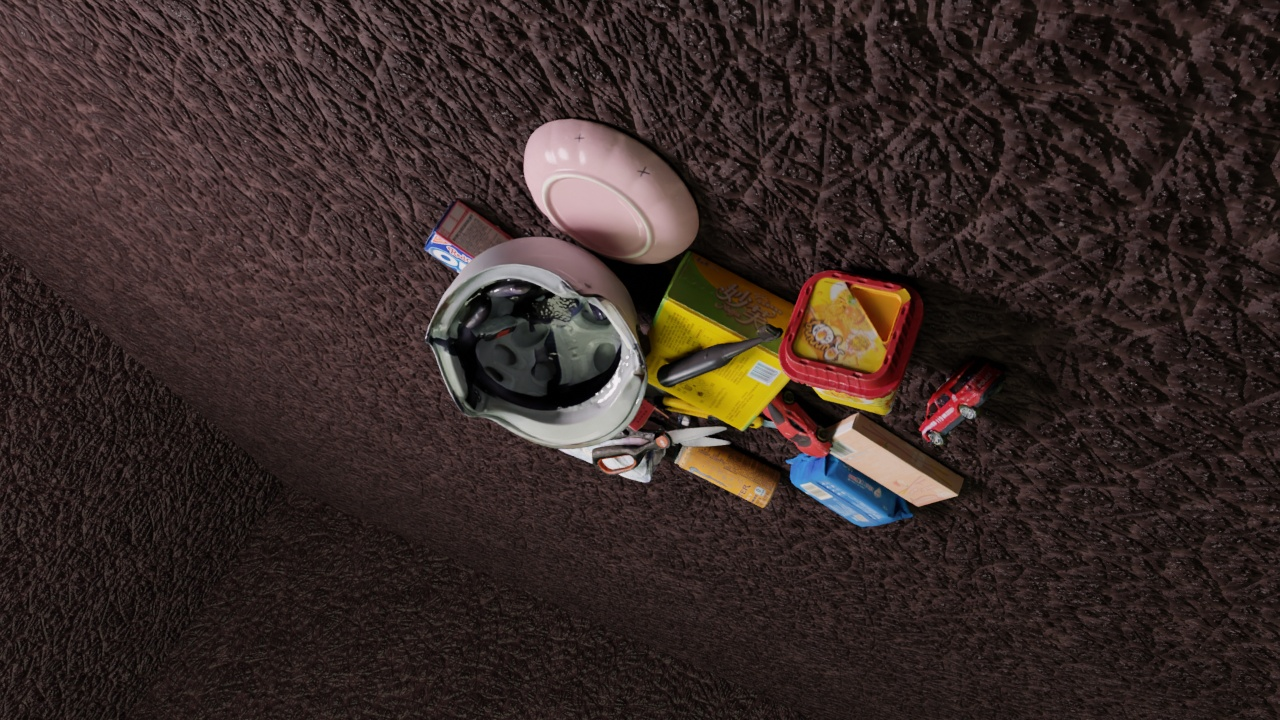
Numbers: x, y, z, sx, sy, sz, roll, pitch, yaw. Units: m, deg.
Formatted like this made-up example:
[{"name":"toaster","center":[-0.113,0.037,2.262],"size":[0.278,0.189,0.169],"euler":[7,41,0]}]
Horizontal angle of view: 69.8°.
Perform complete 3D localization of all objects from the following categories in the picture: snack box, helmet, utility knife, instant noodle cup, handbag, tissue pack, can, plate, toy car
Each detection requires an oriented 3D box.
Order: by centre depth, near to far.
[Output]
[{"name":"instant noodle cup","center":[0.206,-0.009,0.876],"size":[0.116,0.116,0.123],"euler":[15,164,26]},{"name":"plate","center":[-0.036,-0.155,0.913],"size":[0.192,0.039,0.193],"euler":[23,155,11]},{"name":"toy car","center":[0.317,0.041,0.918],"size":[0.045,0.052,0.121],"euler":[45,153,16]},{"name":"helmet","center":[-0.104,-0.033,1.016],"size":[0.229,0.145,0.259],"euler":[-19,132,20]},{"name":"snack box","center":[0.086,-0.015,1.022],"size":[0.157,0.069,0.210],"euler":[27,156,2]},{"name":"snack box","center":[-0.156,-0.107,1.107],"size":[0.207,0.058,0.057],"euler":[34,152,-14]},{"name":"snack box","center":[0.303,0.123,1.117],"size":[0.157,0.026,0.085],"euler":[31,155,-7]},{"name":"toy car","center":[0.189,0.079,1.120],"size":[0.106,0.031,0.049],"euler":[46,155,-1]},{"name":"tissue pack","center":[0.272,0.164,1.199],"size":[0.157,0.052,0.095],"euler":[33,157,-11]},{"name":"utility knife","center":[0.114,0.074,1.211],"size":[0.207,0.015,0.033],"euler":[11,158,19]},{"name":"snack box","center":[-0.039,0.046,1.252],"size":[0.127,0.044,0.113],"euler":[39,176,-22]},{"name":"can","center":[0.126,0.156,1.323],"size":[0.146,0.058,0.058],"euler":[26,155,4]},{"name":"handbag","center":[-0.059,0.116,1.412],"size":[0.194,0.075,0.134],"euler":[19,148,16]}]

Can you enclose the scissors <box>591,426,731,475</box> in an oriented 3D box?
[{"name":"scissors","center":[0.014,0.102,1.299],"size":[0.235,0.021,0.162],"euler":[-34,94,33]}]

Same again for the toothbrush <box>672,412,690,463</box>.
[{"name":"toothbrush","center":[0.059,0.119,1.374],"size":[0.018,0.015,0.181],"euler":[16,153,5]}]

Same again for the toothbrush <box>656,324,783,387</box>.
[{"name":"toothbrush","center":[0.077,-0.005,0.934],"size":[0.027,0.026,0.213],"euler":[31,155,-18]}]

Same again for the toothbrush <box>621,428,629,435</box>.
[{"name":"toothbrush","center":[-0.085,0.053,1.329],"size":[0.189,0.014,0.017],"euler":[38,151,23]}]

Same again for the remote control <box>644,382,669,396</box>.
[{"name":"remote control","center":[-0.007,0.007,1.217],"size":[0.056,0.020,0.136],"euler":[10,152,36]}]
